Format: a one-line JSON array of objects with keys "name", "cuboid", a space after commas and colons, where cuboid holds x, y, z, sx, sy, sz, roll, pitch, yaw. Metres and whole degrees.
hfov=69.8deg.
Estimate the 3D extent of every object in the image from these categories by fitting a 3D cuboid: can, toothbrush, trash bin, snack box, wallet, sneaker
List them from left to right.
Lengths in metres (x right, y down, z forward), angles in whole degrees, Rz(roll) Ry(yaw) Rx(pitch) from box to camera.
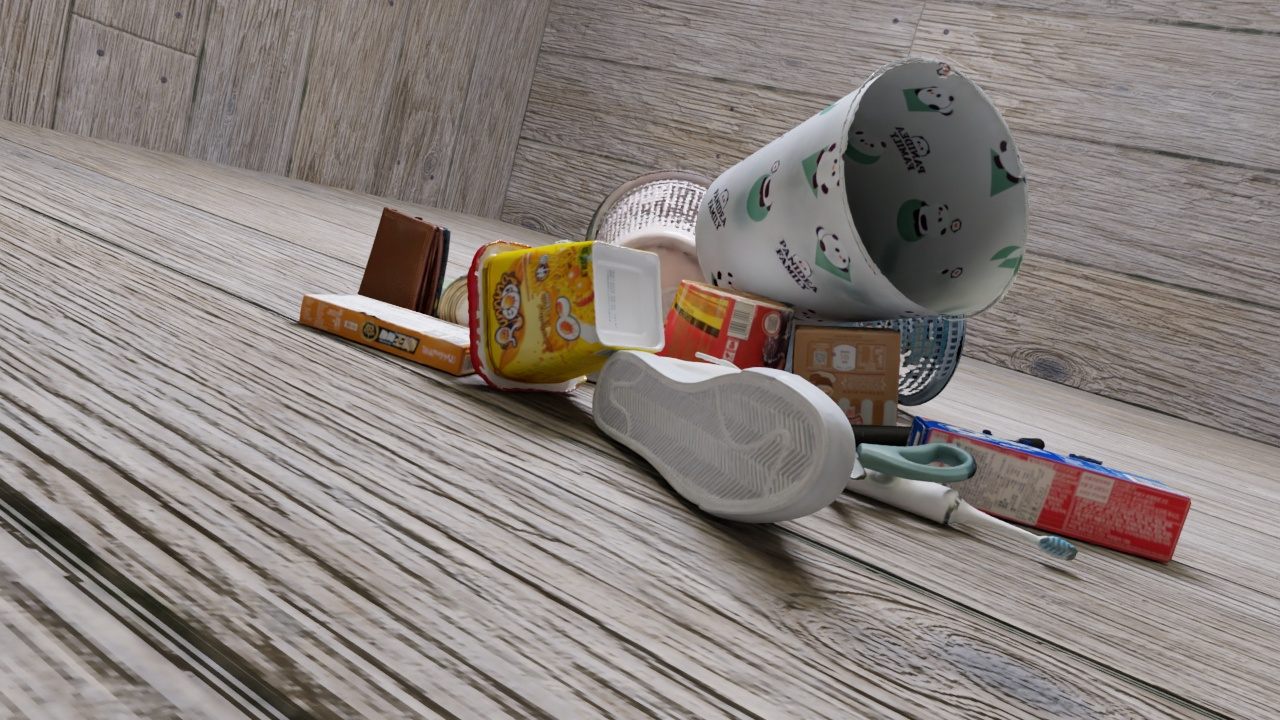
[{"name": "wallet", "cuboid": [-0.225, -0.089, 0.869, 0.032, 0.101, 0.125, 9, 10, -42]}, {"name": "snack box", "cuboid": [-0.195, -0.024, 0.756, 0.154, 0.026, 0.075, 17, 9, 16]}, {"name": "can", "cuboid": [-0.139, -0.048, 0.841, 0.075, 0.075, 0.111, 14, 9, -4]}, {"name": "trash bin", "cuboid": [0.030, -0.100, 1.096, 0.227, 0.228, 0.191, 15, 22, 1]}, {"name": "sneaker", "cuboid": [0.061, 0.046, 0.571, 0.090, 0.089, 0.242, 15, 1, -29]}, {"name": "trash bin", "cuboid": [0.247, -0.050, 1.128, 0.195, 0.227, 0.226, -3, 15, -20]}, {"name": "trash bin", "cuboid": [0.196, -0.137, 0.890, 0.229, 0.229, 0.252, 10, -9, -29]}, {"name": "snack box", "cuboid": [0.187, 0.017, 0.848, 0.093, 0.094, 0.077, 2, 6, 8]}, {"name": "toothbrush", "cuboid": [0.191, 0.095, 0.648, 0.221, 0.026, 0.026, 19, -15, 25]}, {"name": "toothbrush", "cuboid": [0.248, 0.069, 0.775, 0.212, 0.026, 0.027, 3, -13, -16]}, {"name": "snack box", "cuboid": [0.311, 0.098, 0.721, 0.207, 0.058, 0.057, 15, 9, 2]}]

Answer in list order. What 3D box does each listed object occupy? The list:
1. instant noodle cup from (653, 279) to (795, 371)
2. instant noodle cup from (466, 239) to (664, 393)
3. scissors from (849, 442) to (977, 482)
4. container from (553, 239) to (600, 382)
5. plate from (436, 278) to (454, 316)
[{"name": "instant noodle cup", "cuboid": [0.078, -0.010, 0.850, 0.138, 0.108, 0.138, 15, 9, -3]}, {"name": "instant noodle cup", "cuboid": [-0.054, -0.038, 0.693, 0.124, 0.116, 0.115, -9, -9, 41]}, {"name": "scissors", "cuboid": [0.156, 0.056, 0.675, 0.170, 0.019, 0.175, 9, 14, -16]}, {"name": "container", "cuboid": [-0.054, -0.048, 0.851, 0.090, 0.114, 0.090, 15, 8, -2]}, {"name": "plate", "cuboid": [-0.159, -0.056, 1.020, 0.230, 0.027, 0.230, 14, 9, -3]}]
